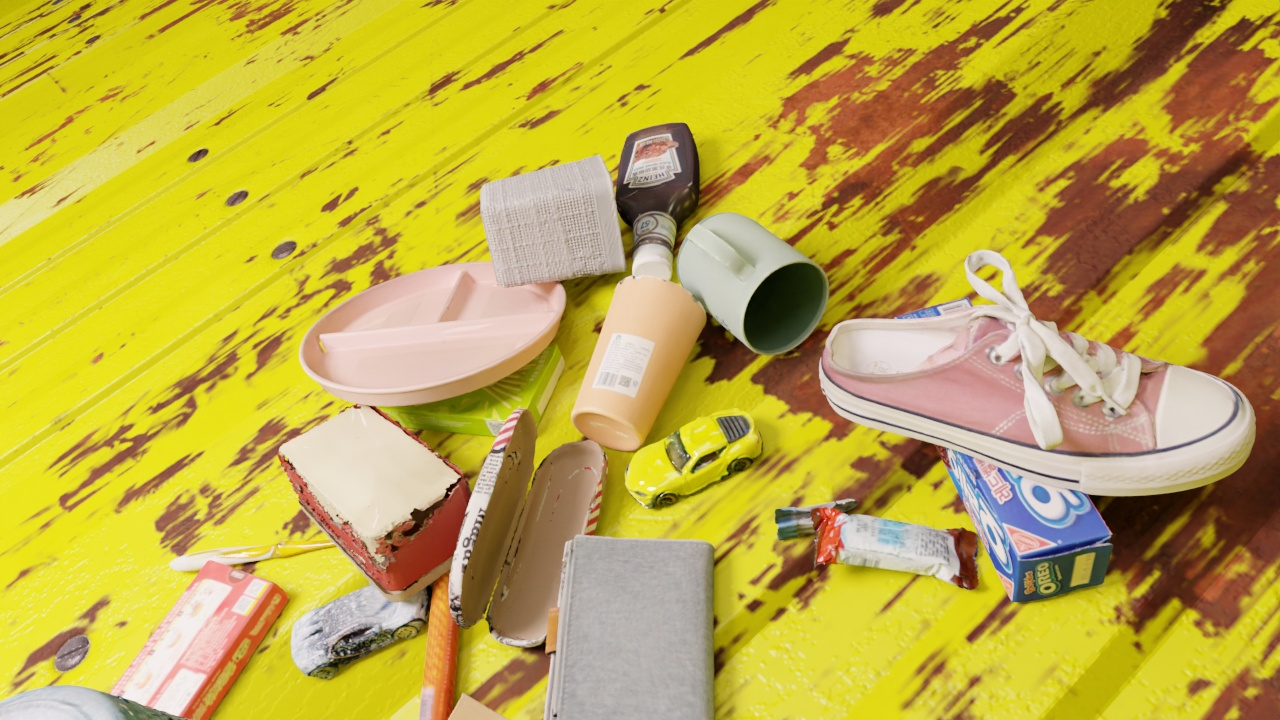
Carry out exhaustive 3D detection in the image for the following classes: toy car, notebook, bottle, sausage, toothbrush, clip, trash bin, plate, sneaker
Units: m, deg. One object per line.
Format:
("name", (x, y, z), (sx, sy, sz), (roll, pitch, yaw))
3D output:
("toy car", (0.036, 0.068, 0.666), (0.105, 0.032, 0.048), (-26, 46, -1))
("notebook", (-0.084, 0.304, 0.471), (0.149, 0.012, 0.210), (26, 59, 8))
("bottle", (0.015, -0.148, 0.862), (0.080, 0.044, 0.194), (-9, 48, 15))
("sausage", (-0.134, 0.202, 0.615), (0.021, 0.021, 0.164), (-13, 46, 9))
("toothbrush", (-0.289, 0.148, 0.726), (0.191, 0.018, 0.016), (-9, 45, 10))
("clip", (0.117, 0.104, 0.608), (0.058, 0.025, 0.035), (-9, 53, 6))
("trash bin", (-0.276, 0.277, 0.481), (0.227, 0.195, 0.226), (-11, 46, 12))
("plate", (-0.175, -0.026, 0.792), (0.229, 0.028, 0.229), (-7, 30, 4))
("toy car", (-0.198, 0.184, 0.651), (0.105, 0.031, 0.049), (-25, 46, -4))
("sneaker", (0.221, 0.007, 0.529), (0.241, 0.088, 0.118), (12, 51, 23))

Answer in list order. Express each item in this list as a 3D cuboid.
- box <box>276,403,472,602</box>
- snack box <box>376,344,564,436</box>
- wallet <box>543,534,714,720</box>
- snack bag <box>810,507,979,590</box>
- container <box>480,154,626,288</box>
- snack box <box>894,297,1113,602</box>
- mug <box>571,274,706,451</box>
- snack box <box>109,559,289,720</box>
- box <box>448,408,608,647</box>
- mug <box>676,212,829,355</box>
("box", (-0.198, 0.093, 0.678), (0.091, 0.078, 0.168), (-33, 38, -29))
("snack box", (-0.149, 0.021, 0.783), (0.157, 0.026, 0.085), (4, 50, 24))
("wallet", (-0.006, 0.174, 0.578), (0.106, 0.037, 0.129), (2, 50, 2))
("snack bag", (0.158, 0.116, 0.573), (0.105, 0.026, 0.045), (7, 43, 9))
("container", (-0.079, -0.121, 0.816), (0.114, 0.090, 0.090), (-12, 27, -4))
("snack box", (0.224, 0.050, 0.591), (0.057, 0.058, 0.207), (-15, 46, 3))
("mug", (-0.004, 0.004, 0.712), (0.078, 0.078, 0.122), (7, 57, 26))
("snack box", (-0.332, 0.224, 0.669), (0.075, 0.025, 0.152), (8, 53, 28))
("box", (-0.082, 0.110, 0.635), (0.076, 0.087, 0.161), (-9, 49, 32))
("mug", (0.076, -0.071, 0.720), (0.082, 0.111, 0.106), (-49, 45, 7))
